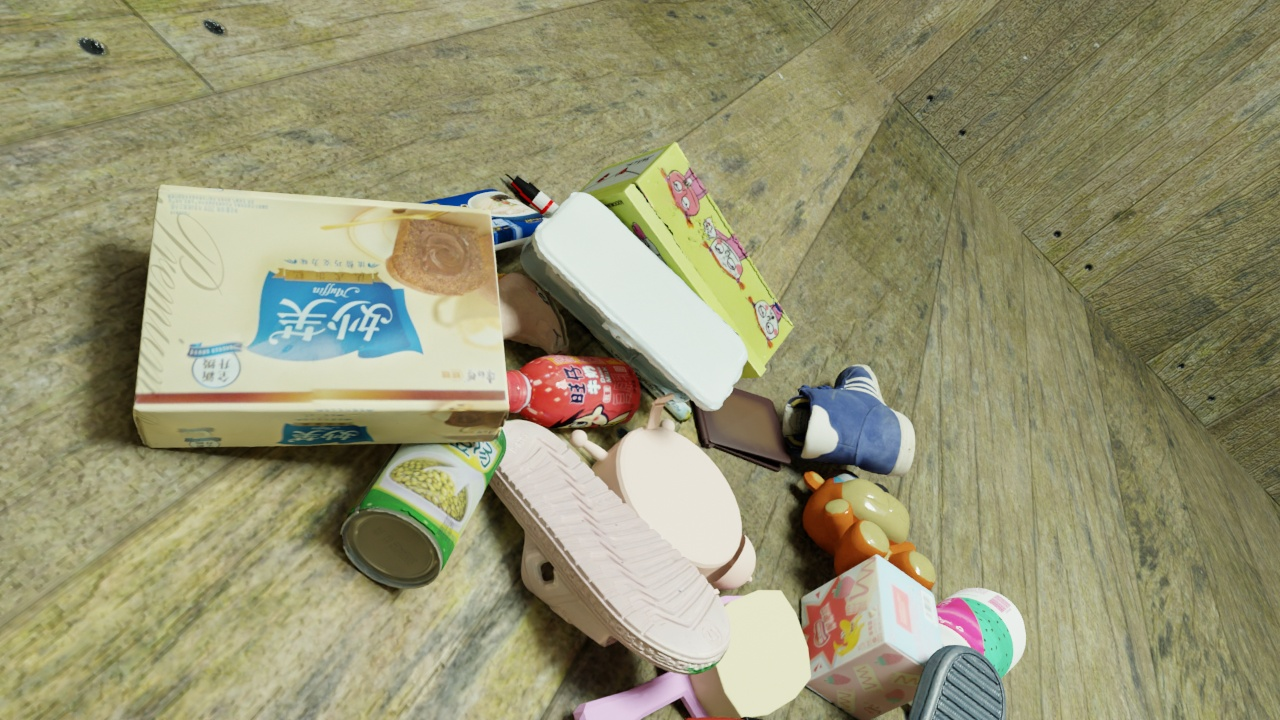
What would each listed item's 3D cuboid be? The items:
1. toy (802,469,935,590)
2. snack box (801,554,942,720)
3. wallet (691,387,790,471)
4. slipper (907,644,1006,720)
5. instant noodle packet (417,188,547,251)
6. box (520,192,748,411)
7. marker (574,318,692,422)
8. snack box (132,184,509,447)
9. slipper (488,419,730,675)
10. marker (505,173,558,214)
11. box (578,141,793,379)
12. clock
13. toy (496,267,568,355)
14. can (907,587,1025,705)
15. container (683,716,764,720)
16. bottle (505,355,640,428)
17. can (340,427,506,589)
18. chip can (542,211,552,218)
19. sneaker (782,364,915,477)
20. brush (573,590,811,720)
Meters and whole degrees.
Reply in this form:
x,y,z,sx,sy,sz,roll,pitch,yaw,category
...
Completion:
x,y,z,sx,sy,sz,roll,pitch,yaw,category
0.211,0.164,0.892,0.112,0.096,0.176,32,1,-18,toy
0.199,0.241,0.797,0.079,0.095,0.092,36,35,-18,snack box
0.099,0.064,0.945,0.115,0.018,0.091,20,42,-31,wallet
0.199,0.338,0.693,0.101,0.083,0.262,40,58,-9,slipper
-0.142,-0.122,0.818,0.087,0.026,0.134,32,34,27,instant noodle packet
-0.017,-0.038,0.784,0.211,0.106,0.129,44,41,-7,box
-0.005,0.005,0.882,0.146,0.017,0.017,43,33,-6,marker
-0.191,-0.026,0.572,0.207,0.055,0.153,1,61,-20,snack box
-0.041,0.139,0.658,0.239,0.065,0.094,43,31,27,slipper
-0.082,-0.145,0.949,0.145,0.019,0.019,40,33,-12,marker
0.035,-0.082,0.863,0.082,0.125,0.221,-48,117,-29,box
0.028,0.117,0.748,0.130,0.086,0.160,-2,63,-50,clock
-0.167,-0.052,0.714,0.196,0.065,0.263,48,29,3,toy
0.311,0.279,0.893,0.165,0.088,0.088,-4,58,-51,can
0.063,0.271,0.500,0.127,0.201,0.147,20,42,-27,container
-0.065,0.026,0.749,0.137,0.062,0.062,1,54,-48,bottle
-0.137,0.082,0.598,0.067,0.067,0.120,39,33,-13,can
-0.014,-0.085,0.934,0.214,0.052,0.051,22,40,-34,chip can
0.207,0.060,1.026,0.118,0.091,0.232,7,19,-6,sneaker
0.045,0.228,0.664,0.228,0.043,0.089,-2,70,-51,brush
